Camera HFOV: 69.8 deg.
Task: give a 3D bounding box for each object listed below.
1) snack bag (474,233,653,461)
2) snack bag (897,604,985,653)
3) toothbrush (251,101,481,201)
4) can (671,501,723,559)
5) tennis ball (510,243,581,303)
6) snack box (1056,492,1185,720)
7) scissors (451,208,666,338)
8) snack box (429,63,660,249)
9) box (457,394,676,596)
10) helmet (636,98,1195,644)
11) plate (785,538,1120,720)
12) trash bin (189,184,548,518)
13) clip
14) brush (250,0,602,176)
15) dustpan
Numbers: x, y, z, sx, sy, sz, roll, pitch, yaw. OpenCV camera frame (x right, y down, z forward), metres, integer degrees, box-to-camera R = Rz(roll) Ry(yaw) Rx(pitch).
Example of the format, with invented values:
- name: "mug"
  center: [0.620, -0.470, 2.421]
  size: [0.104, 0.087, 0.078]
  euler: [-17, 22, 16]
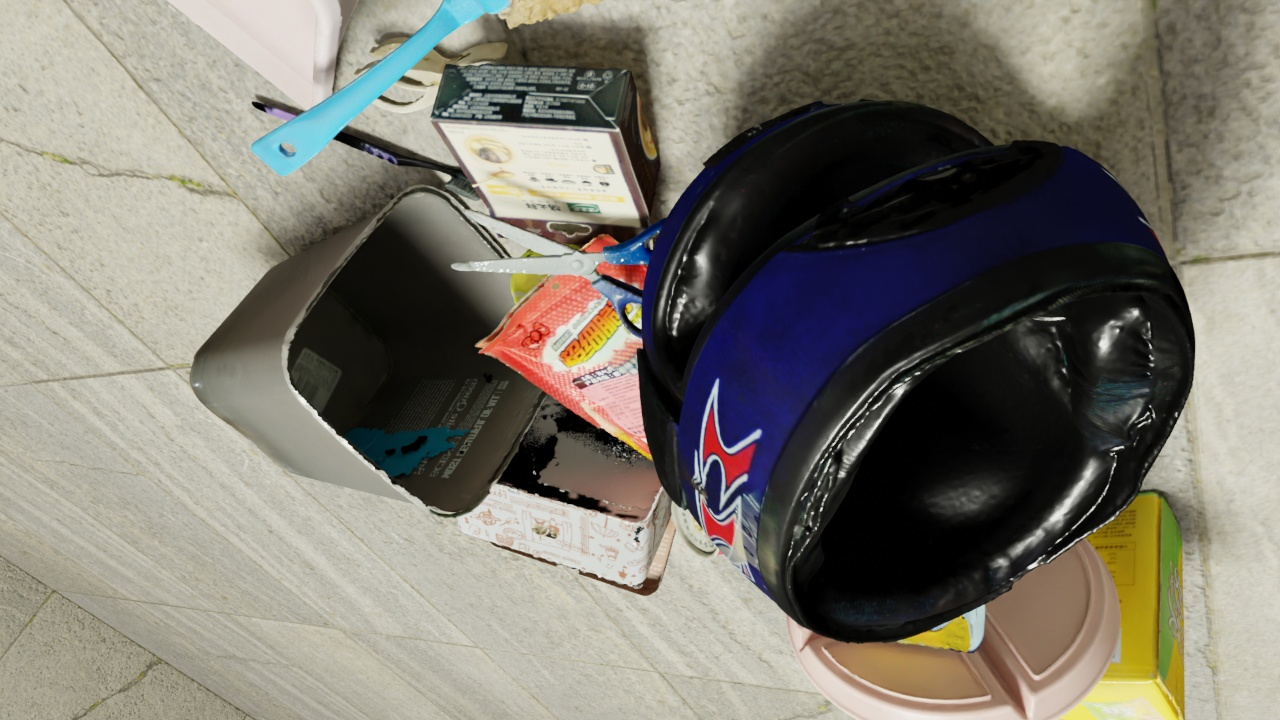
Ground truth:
- name: "snack bag"
  center: [-0.004, 0.004, 0.665]
  size: [0.129, 0.073, 0.208]
  euler: [-35, 131, 18]
- name: "snack bag"
  center: [0.187, 0.096, 0.629]
  size: [0.110, 0.190, 0.038]
  euler: [-3, 159, 38]
- name: "toothbrush"
  center: [-0.196, -0.151, 0.661]
  size: [0.189, 0.016, 0.014]
  euler: [21, 158, 4]
- name: "can"
  center: [0.080, 0.120, 0.769]
  size: [0.066, 0.093, 0.067]
  euler: [33, 134, 43]
- name: "tennis ball"
  center: [-0.062, -0.055, 0.669]
  size: [0.065, 0.065, 0.066]
  euler: [15, 143, 11]
- name: "snack box"
  center: [0.294, 0.190, 0.704]
  size: [0.211, 0.157, 0.070]
  euler: [-15, 126, 40]
- name: "scissors"
  center: [-0.024, -0.063, 0.573]
  size: [0.157, 0.012, 0.165]
  euler: [-34, 124, 18]
- name: "snack box"
  center: [-0.052, -0.123, 0.565]
  size: [0.113, 0.053, 0.126]
  euler: [7, 162, 13]
- name: "box"
  center: [-0.061, 0.135, 0.827]
  size: [0.183, 0.154, 0.188]
  euler: [15, 128, 13]
- name: "helmet"
  center: [0.113, -0.014, 0.475]
  size: [0.247, 0.240, 0.316]
  euler: [-23, 144, -4]
- name: "plate"
  center: [0.216, 0.165, 0.660]
  size: [0.230, 0.228, 0.028]
  euler: [-1, 127, 29]
- name: "trash bin"
  center: [-0.218, 0.002, 0.730]
  size: [0.220, 0.198, 0.198]
  euler: [-6, 135, 42]
- name: "clip"
  center: [-0.128, -0.179, 0.582]
  size: [0.100, 0.034, 0.071]
  euler: [5, 140, 10]
- name: "brush"
  center: [-0.116, -0.176, 0.495]
  size: [0.255, 0.045, 0.083]
  euler: [-31, 130, 18]
- name: "dustpan"
  center: [-0.261, -0.234, 0.494]
  size: [0.222, 0.138, 0.274]
  euler: [36, 141, -18]
